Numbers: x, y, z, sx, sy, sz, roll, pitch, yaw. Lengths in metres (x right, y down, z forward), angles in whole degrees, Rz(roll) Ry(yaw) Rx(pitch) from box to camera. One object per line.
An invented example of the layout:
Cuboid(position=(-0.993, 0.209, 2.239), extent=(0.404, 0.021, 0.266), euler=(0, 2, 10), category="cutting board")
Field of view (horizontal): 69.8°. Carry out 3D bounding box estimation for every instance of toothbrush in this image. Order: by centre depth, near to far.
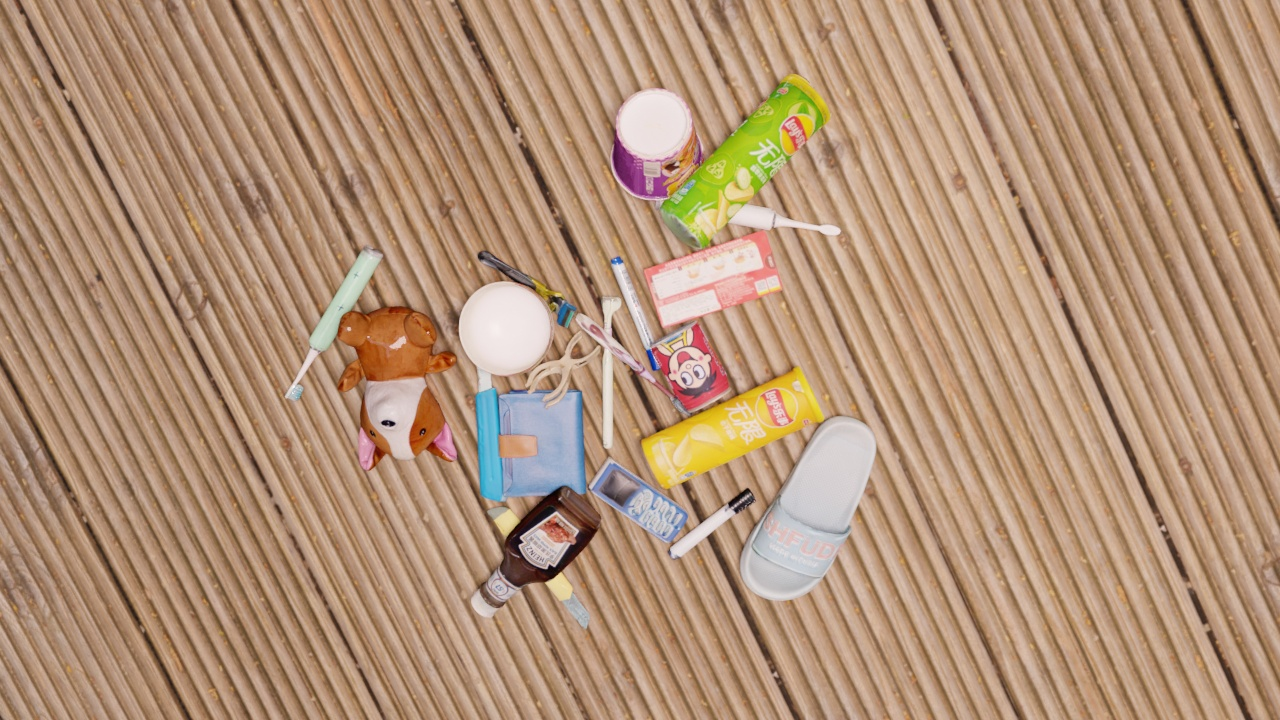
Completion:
Cuboid(position=(0.128, -0.173, 1.090), extent=(0.221, 0.026, 0.027), euler=(11, 108, 4), category="toothbrush")
Cuboid(position=(-0.007, 0.006, 1.112), extent=(0.187, 0.017, 0.016), euler=(41, 93, -10), category="toothbrush")
Cuboid(position=(-0.038, 0.016, 1.130), extent=(0.029, 0.020, 0.189), euler=(6, 99, 35), category="toothbrush")
Cuboid(position=(-0.388, -0.044, 1.149), extent=(0.027, 0.026, 0.224), euler=(30, 98, -21), category="toothbrush")

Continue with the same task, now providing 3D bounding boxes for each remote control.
Cuboid(position=(-0.002, 0.174, 1.140), extent=(0.125, 0.024, 0.049), euler=(35, 98, -1), category="remote control")

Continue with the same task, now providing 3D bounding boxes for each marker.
Cuboid(position=(-0.004, -0.057, 1.119), extent=(0.017, 0.017, 0.146), euler=(-21, 94, 7), category="marker")
Cuboid(position=(0.089, 0.205, 1.140), extent=(0.131, 0.018, 0.022), euler=(-40, 101, 7), category="marker")

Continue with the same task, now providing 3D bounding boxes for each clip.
Cuboid(position=(-0.104, 0.004, 1.114), extent=(0.081, 0.035, 0.104), euler=(25, 73, 11), category="clip")

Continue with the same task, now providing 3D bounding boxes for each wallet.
Cuboid(position=(-0.122, 0.103, 1.138), extent=(0.106, 0.040, 0.133), euler=(-2, 95, 1), category="wallet")

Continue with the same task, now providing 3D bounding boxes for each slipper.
Cuboid(position=(0.209, 0.183, 1.099), extent=(0.104, 0.074, 0.245), euler=(26, 96, 1), category="slipper")

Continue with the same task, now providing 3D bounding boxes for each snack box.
Cuboid(position=(0.087, -0.097, 1.102), extent=(0.153, 0.025, 0.075), euler=(-18, 93, 6), category="snack box")

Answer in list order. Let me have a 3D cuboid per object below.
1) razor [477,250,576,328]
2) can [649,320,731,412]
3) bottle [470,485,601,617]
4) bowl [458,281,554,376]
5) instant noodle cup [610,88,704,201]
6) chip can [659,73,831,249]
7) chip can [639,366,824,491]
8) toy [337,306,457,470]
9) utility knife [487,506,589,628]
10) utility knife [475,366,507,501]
Cuboid(position=(-0.139, -0.094, 1.126), extent=(0.143, 0.022, 0.043), euler=(34, 142, 4), category="razor")
Cuboid(position=(0.061, 0.008, 1.095), extent=(0.066, 0.066, 0.094), euler=(-28, 93, 7), category="can")
Cuboid(position=(-0.136, 0.243, 1.135), extent=(0.080, 0.044, 0.195), euler=(42, 104, -6), category="bottle")
Cuboid(position=(-0.157, -0.039, 1.112), extent=(0.113, 0.062, 0.113), euler=(0, 95, 6), category="bowl")
Cuboid(position=(0.017, -0.251, 1.043), extent=(0.111, 0.099, 0.111), euler=(-1, 78, 3), category="instant noodle cup")
Cuboid(position=(0.117, -0.223, 1.045), extent=(0.072, 0.072, 0.221), euler=(44, 88, -1), category="chip can")
Cuboid(position=(0.109, 0.083, 1.098), extent=(0.213, 0.072, 0.072), euler=(-26, 93, 8), category="chip can")
Cuboid(position=(-0.292, 0.036, 1.108), extent=(0.140, 0.130, 0.200), euler=(0, 106, -1), category="toy")
Cuboid(position=(-0.125, 0.261, 1.163), extent=(0.031, 0.020, 0.195), euler=(-39, 85, 13), category="utility knife")
Cuboid(position=(-0.190, 0.076, 1.148), extent=(0.034, 0.018, 0.207), euler=(-3, 97, 1), category="utility knife")
